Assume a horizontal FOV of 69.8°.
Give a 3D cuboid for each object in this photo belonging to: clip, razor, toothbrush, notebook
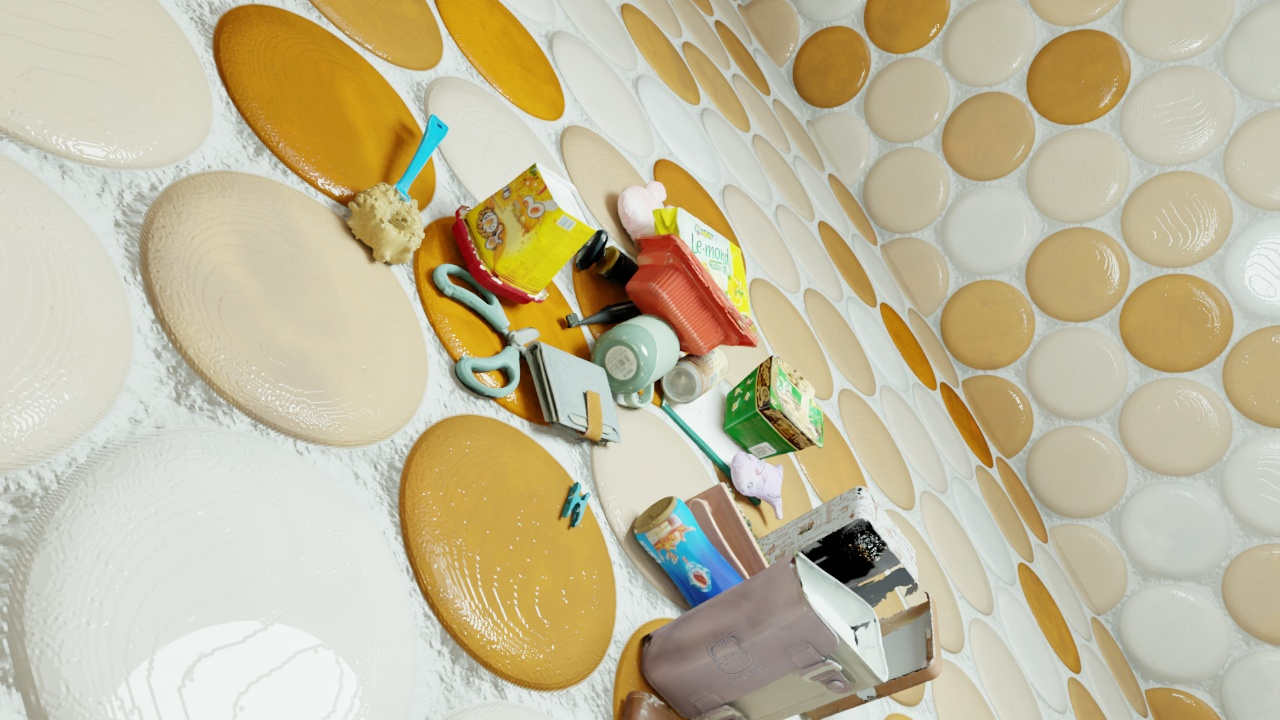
[{"bbox_3d":[-0.066,0.147,0.937,0.045,0.014,0.056,49,26,-19],"label":"clip"},{"bbox_3d":[-0.029,-0.127,1.272,0.067,0.062,0.167,37,5,38],"label":"razor"},{"bbox_3d":[-0.041,-0.061,1.197,0.212,0.026,0.027,-18,89,-62],"label":"toothbrush"},{"bbox_3d":[0.108,0.090,1.294,0.209,0.012,0.150,46,30,-19],"label":"notebook"}]

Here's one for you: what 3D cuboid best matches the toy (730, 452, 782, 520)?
[{"bbox_3d":[0.159,0.164,1.246,0.108,0.039,0.083,31,49,-39],"label":"toy"}]

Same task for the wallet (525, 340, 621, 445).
[{"bbox_3d":[-0.067,0.039,1.015,0.129,0.037,0.106,25,41,-56],"label":"wallet"}]

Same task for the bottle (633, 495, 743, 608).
[{"bbox_3d":[0.080,0.249,1.009,0.218,0.065,0.065,52,27,-8],"label":"bottle"}]

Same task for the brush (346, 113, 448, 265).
[{"bbox_3d":[-0.243,-0.193,0.971,0.083,0.046,0.254,38,37,-25],"label":"brush"}]

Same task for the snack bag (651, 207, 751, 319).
[{"bbox_3d":[0.092,-0.125,1.406,0.246,0.068,0.158,20,58,-57],"label":"snack bag"}]

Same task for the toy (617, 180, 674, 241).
[{"bbox_3d":[0.017,-0.226,1.441,0.121,0.054,0.159,59,31,-11],"label":"toy"}]

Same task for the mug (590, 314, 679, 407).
[{"bbox_3d":[-0.007,0.007,1.132,0.106,0.082,0.112,-31,120,-64],"label":"mug"}]

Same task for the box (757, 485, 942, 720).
[{"bbox_3d":[0.237,0.287,1.108,0.157,0.181,0.197,51,27,-14],"label":"box"}]

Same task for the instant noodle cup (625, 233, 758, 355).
[{"bbox_3d":[0.054,-0.077,1.197,0.189,0.079,0.165,52,-12,-15],"label":"instant noodle cup"}]

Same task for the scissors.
[{"bbox_3d":[-0.159,-0.018,0.960,0.170,0.019,0.180,43,28,-28],"label":"scissors"}]

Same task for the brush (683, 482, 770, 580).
[{"bbox_3d":[0.106,0.222,1.091,0.145,0.063,0.073,62,23,6],"label":"brush"}]

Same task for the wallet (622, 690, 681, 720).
[{"bbox_3d":[0.024,0.370,0.823,0.124,0.032,0.101,46,31,-19],"label":"wallet"}]

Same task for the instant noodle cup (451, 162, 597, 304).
[{"bbox_3d":[-0.125,-0.143,1.018,0.116,0.124,0.116,22,35,-54],"label":"instant noodle cup"}]

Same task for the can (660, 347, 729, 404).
[{"bbox_3d":[0.076,0.018,1.245,0.058,0.059,0.116,57,29,2],"label":"can"}]

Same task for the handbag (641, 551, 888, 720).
[{"bbox_3d":[0.117,0.282,0.888,0.145,0.197,0.098,43,29,-24],"label":"handbag"}]

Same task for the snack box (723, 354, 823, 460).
[{"bbox_3d":[0.182,0.076,1.300,0.118,0.106,0.117,42,35,-22],"label":"snack box"}]
